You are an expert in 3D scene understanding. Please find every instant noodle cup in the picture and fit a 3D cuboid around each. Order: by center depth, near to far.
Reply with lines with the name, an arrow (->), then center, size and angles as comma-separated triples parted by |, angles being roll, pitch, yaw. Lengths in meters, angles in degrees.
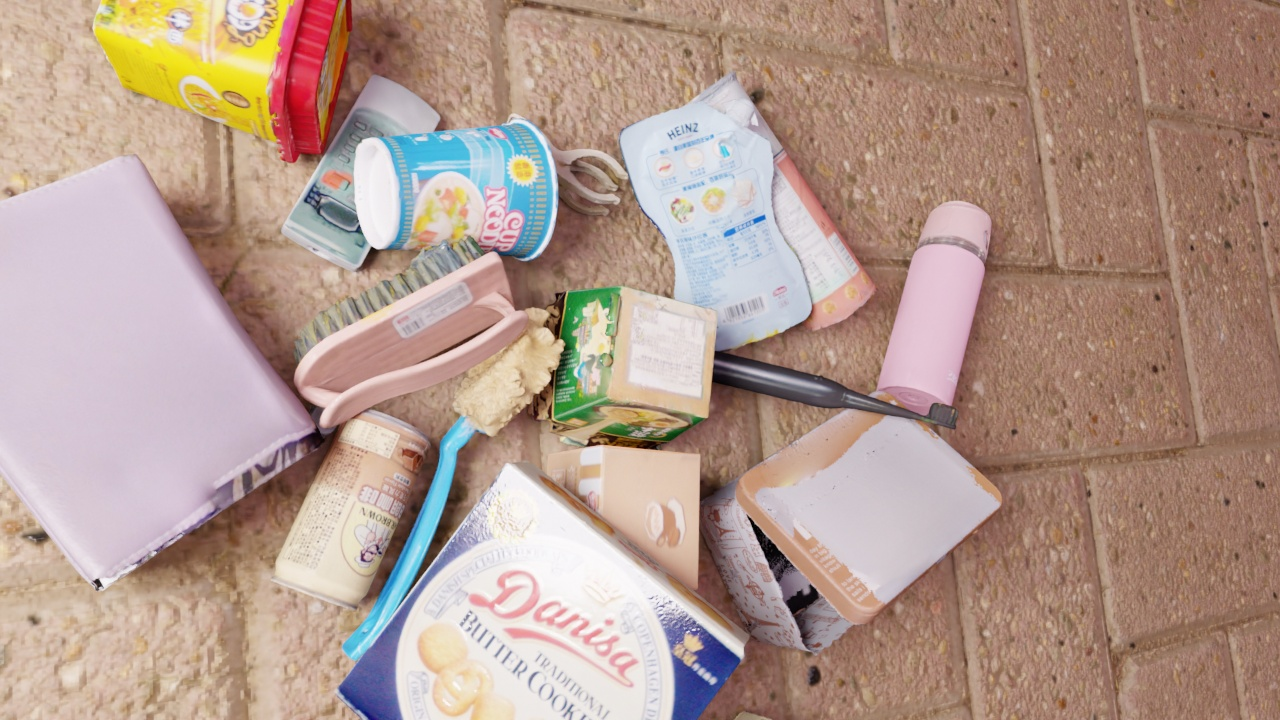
instant noodle cup -> -0.250, -0.199, 0.563 | 0.123, 0.116, 0.116 | 12, 76, -14
instant noodle cup -> -0.127, -0.111, 0.610 | 0.109, 0.099, 0.099 | -10, 86, -35

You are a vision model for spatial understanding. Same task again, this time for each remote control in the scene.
remote control -> -0.189, -0.130, 0.630 | 0.056, 0.019, 0.135 | 30, 69, -20

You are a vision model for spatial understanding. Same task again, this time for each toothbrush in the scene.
toothbrush -> 0.138, 0.023, 0.708 | 0.213, 0.026, 0.027 | 13, 98, 7

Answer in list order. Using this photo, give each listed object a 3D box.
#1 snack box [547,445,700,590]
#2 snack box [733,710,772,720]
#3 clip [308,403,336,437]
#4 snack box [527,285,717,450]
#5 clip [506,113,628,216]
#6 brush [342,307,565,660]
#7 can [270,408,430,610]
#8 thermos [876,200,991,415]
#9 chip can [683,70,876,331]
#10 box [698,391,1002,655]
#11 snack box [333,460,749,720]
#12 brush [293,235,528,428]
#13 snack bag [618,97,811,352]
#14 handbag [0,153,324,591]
snack box -> -0.015, 0.111, 0.640 | 0.077, 0.095, 0.092 | 8, 78, -27
snack box -> 0.111, 0.394, 0.677 | 0.114, 0.063, 0.240 | -33, 98, -27
clip -> -0.203, 0.026, 0.601 | 0.024, 0.028, 0.056 | 28, 60, -24
snack box -> -0.004, 0.004, 0.657 | 0.117, 0.106, 0.118 | 12, 77, -26
clip -> -0.057, -0.154, 0.699 | 0.103, 0.035, 0.076 | 33, 70, -11
brush -> -0.125, 0.077, 0.607 | 0.046, 0.083, 0.254 | 33, 76, -27
can -> -0.180, 0.092, 0.576 | 0.058, 0.059, 0.116 | 28, 70, -21
thermos -> 0.274, -0.045, 0.842 | 0.087, 0.067, 0.198 | 46, 58, -49
chip can -> 0.108, -0.128, 0.757 | 0.071, 0.071, 0.215 | -42, 101, -27
box -> 0.164, 0.116, 0.697 | 0.181, 0.158, 0.148 | -27, 95, -29
snack box -> -0.060, 0.184, 0.553 | 0.178, 0.045, 0.182 | 37, 92, 12
brush -> -0.146, -0.015, 0.574 | 0.145, 0.063, 0.073 | -30, 65, -14
snack bag -> 0.061, -0.104, 0.712 | 0.110, 0.038, 0.191 | -17, 108, 6
handbag -> -0.292, 0.006, 0.509 | 0.144, 0.099, 0.197 | -36, 98, -26
